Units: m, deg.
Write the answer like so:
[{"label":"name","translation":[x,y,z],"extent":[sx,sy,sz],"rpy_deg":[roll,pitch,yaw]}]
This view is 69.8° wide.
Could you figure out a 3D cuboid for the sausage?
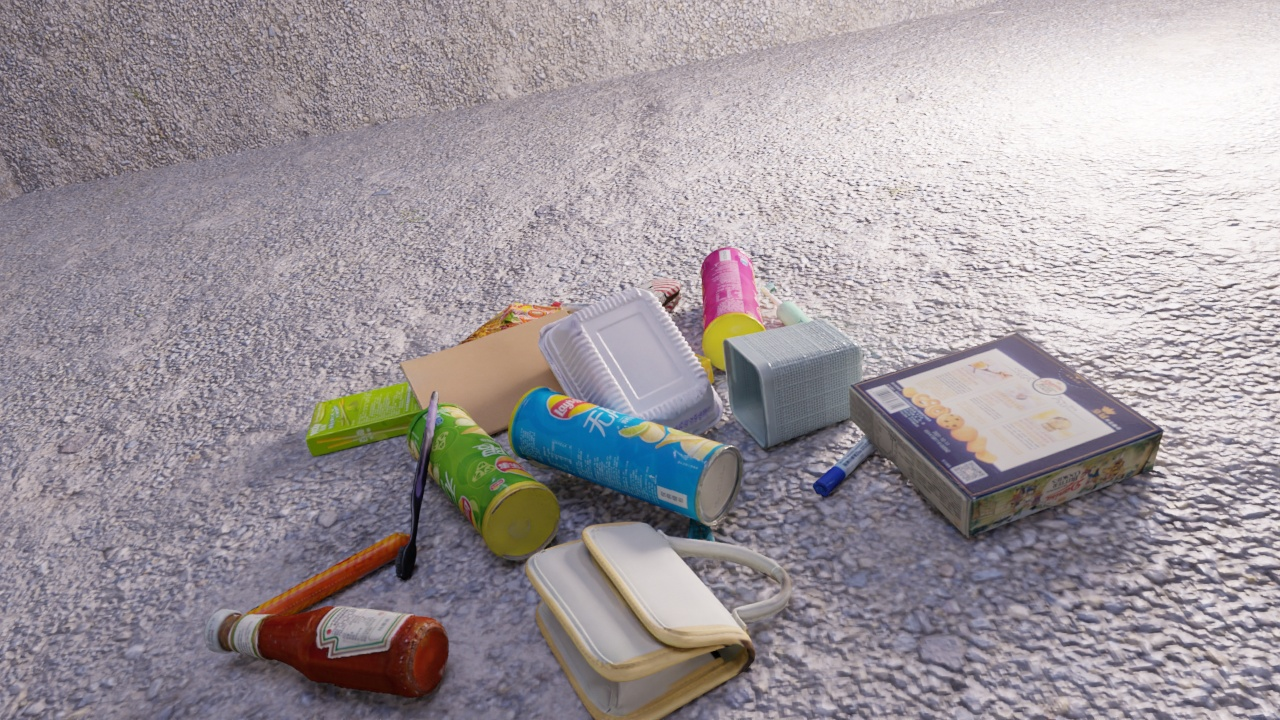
[{"label":"sausage","translation":[-0.272,0.193,0.803],"extent":[0.164,0.021,0.021],"rpy_deg":[-27,30,-27]}]

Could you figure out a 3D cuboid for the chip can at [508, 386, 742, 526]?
[{"label":"chip can","translation":[-0.017,0.081,0.812],"extent":[0.210,0.071,0.071],"rpy_deg":[15,37,33]}]

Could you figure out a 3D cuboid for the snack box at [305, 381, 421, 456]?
[{"label":"snack box","translation":[-0.302,0.061,1.064],"extent":[0.156,0.026,0.085],"rpy_deg":[-14,27,-4]}]

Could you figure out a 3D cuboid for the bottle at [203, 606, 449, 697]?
[{"label":"bottle","translation":[-0.247,0.218,0.705],"extent":[0.206,0.060,0.059],"rpy_deg":[-1,29,22]}]

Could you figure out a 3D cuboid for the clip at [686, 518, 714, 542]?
[{"label":"clip","translation":[0.050,0.143,0.775],"extent":[0.049,0.015,0.056],"rpy_deg":[-6,25,6]}]

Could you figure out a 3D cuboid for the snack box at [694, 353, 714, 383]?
[{"label":"snack box","translation":[0.000,0.028,0.996],"extent":[0.140,0.034,0.087],"rpy_deg":[-31,32,-29]}]

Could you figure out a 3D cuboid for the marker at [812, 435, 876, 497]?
[{"label":"marker","translation":[0.204,0.078,0.831],"extent":[0.017,0.017,0.145],"rpy_deg":[16,38,43]}]

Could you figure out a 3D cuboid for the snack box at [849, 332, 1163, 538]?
[{"label":"snack box","translation":[0.303,0.055,0.785],"extent":[0.182,0.046,0.178],"rpy_deg":[-16,32,-12]}]

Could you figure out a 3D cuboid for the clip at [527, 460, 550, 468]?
[{"label":"clip","translation":[-0.085,0.093,0.908],"extent":[0.094,0.035,0.102],"rpy_deg":[-14,34,-13]}]

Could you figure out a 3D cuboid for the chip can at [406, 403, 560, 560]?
[{"label":"chip can","translation":[-0.155,0.106,0.866],"extent":[0.072,0.073,0.221],"rpy_deg":[-25,29,-24]}]

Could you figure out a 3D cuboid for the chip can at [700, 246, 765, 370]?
[{"label":"chip can","translation":[0.108,-0.066,1.089],"extent":[0.071,0.071,0.210],"rpy_deg":[-8,27,7]}]

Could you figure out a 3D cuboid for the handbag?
[{"label":"handbag","translation":[0.018,0.173,0.686],"extent":[0.178,0.063,0.163],"rpy_deg":[-19,29,-21]}]

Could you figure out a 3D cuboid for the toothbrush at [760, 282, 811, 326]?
[{"label":"toothbrush","translation":[0.181,-0.047,1.070],"extent":[0.027,0.026,0.224],"rpy_deg":[-35,28,3]}]

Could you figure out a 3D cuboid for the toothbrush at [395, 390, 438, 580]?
[{"label":"toothbrush","translation":[-0.205,0.112,0.849],"extent":[0.017,0.014,0.188],"rpy_deg":[-25,50,37]}]

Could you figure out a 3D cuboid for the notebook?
[{"label":"notebook","translation":[-0.152,0.018,1.050],"extent":[0.211,0.012,0.149],"rpy_deg":[-20,47,-19]}]

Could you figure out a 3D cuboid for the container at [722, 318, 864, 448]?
[{"label":"container","translation":[0.151,0.017,0.895],"extent":[0.111,0.090,0.090],"rpy_deg":[-16,27,-13]}]

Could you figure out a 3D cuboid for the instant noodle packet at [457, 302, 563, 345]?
[{"label":"instant noodle packet","translation":[-0.157,-0.033,1.167],"extent":[0.111,0.044,0.128],"rpy_deg":[10,34,29]}]

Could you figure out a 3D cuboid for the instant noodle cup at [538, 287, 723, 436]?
[{"label":"instant noodle cup","translation":[-0.005,0.005,0.904],"extent":[0.137,0.060,0.173],"rpy_deg":[-25,74,-22]}]

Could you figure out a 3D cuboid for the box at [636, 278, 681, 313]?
[{"label":"box","translation":[-0.006,-0.054,1.153],"extent":[0.072,0.060,0.163],"rpy_deg":[-17,16,48]}]

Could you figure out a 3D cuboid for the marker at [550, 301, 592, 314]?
[{"label":"marker","translation":[-0.085,-0.067,1.188],"extent":[0.017,0.017,0.145],"rpy_deg":[-24,14,-22]}]
